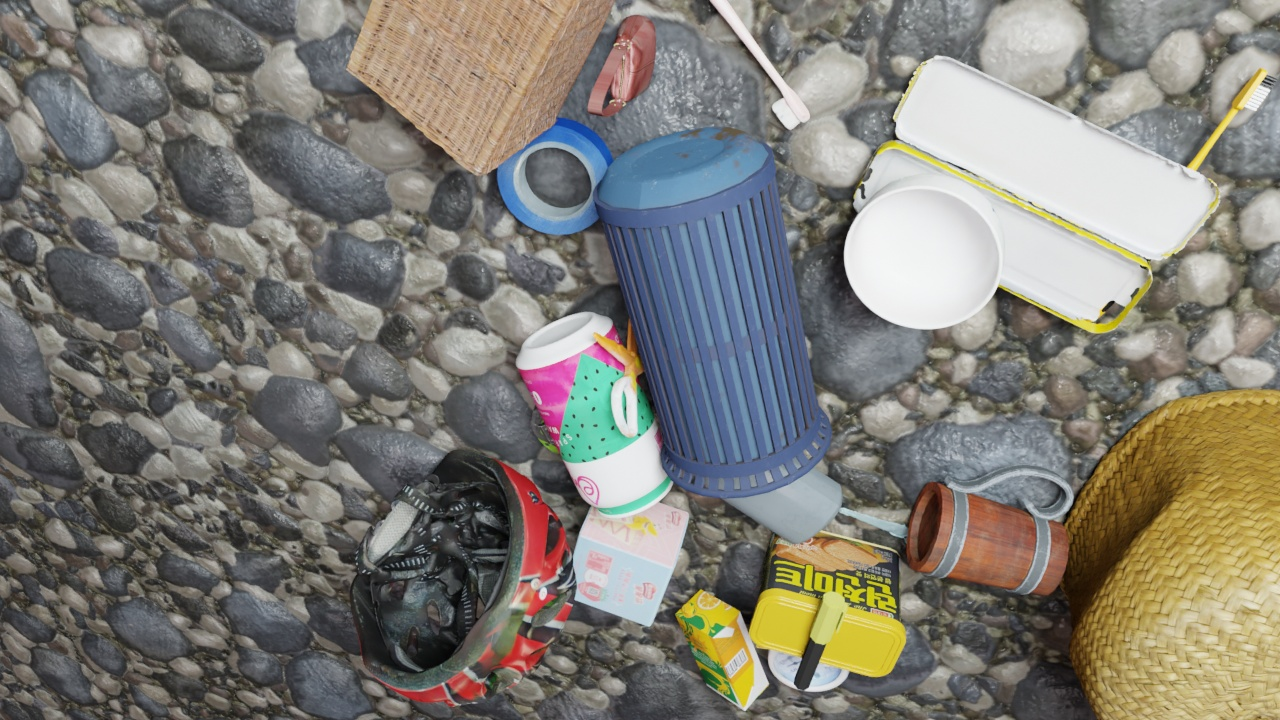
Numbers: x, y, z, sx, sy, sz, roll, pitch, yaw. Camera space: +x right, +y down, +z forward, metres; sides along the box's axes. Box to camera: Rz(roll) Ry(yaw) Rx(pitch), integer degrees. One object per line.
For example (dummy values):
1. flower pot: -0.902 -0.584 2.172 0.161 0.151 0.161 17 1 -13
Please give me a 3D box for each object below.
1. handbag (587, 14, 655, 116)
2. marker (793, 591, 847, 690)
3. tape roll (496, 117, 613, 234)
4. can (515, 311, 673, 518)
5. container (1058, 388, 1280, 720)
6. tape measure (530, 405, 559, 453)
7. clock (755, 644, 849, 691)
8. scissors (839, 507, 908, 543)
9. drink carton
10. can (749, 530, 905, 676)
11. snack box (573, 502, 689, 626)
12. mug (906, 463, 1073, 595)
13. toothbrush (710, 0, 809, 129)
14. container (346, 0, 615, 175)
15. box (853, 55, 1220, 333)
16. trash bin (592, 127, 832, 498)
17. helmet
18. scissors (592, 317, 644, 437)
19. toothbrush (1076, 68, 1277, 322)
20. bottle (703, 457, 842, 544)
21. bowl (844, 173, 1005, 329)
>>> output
1. handbag: -0.016 -0.187 0.609 0.029 0.119 0.055 12 127 7
2. marker: 0.156 0.249 0.805 0.021 0.017 0.124 13 128 7
3. tape roll: -0.066 -0.143 0.718 0.093 0.016 0.091 7 126 11
4. can: -0.036 0.047 0.786 0.088 0.088 0.166 -15 110 24
5. container: 0.492 0.196 0.695 0.307 0.196 0.308 7 128 9
6. tape measure: -0.071 0.060 0.851 0.059 0.035 0.065 -17 119 25
7. clock: 0.185 0.288 0.934 0.126 0.051 0.089 -27 113 26
8. scissors: 0.248 0.161 0.849 0.137 0.015 0.057 17 130 -2
9. drink carton: 0.085 0.300 0.959 0.058 0.041 0.122 17 138 49
10. can: 0.175 0.219 0.854 0.131 0.100 0.073 14 127 6
11. snack box: -0.014 0.190 0.900 0.095 0.079 0.093 19 127 4
12. mug: 0.303 0.140 0.786 0.111 0.081 0.117 15 107 1
13. toothbrush: 0.058 -0.232 0.623 0.018 0.015 0.181 -26 115 36
14. container: -0.084 -0.237 0.587 0.114 0.112 0.199 38 126 0
15. box: 0.261 -0.112 0.627 0.209 0.023 0.127 29 125 8
16. trash bin: 0.055 -0.037 0.686 0.139 0.139 0.250 -5 121 19
17. helmet: -0.159 0.206 0.853 0.167 0.272 0.217 39 86 -30
18. scissors: -0.005 0.005 0.753 0.011 0.128 0.125 -13 152 28
19. toothbrush: 0.354 -0.104 0.621 0.031 0.031 0.197 24 126 4
20. bottle: 0.098 0.100 0.826 0.161 0.046 0.072 33 126 -9
21. bowl: 0.197 -0.079 0.631 0.105 0.054 0.105 14 127 19
